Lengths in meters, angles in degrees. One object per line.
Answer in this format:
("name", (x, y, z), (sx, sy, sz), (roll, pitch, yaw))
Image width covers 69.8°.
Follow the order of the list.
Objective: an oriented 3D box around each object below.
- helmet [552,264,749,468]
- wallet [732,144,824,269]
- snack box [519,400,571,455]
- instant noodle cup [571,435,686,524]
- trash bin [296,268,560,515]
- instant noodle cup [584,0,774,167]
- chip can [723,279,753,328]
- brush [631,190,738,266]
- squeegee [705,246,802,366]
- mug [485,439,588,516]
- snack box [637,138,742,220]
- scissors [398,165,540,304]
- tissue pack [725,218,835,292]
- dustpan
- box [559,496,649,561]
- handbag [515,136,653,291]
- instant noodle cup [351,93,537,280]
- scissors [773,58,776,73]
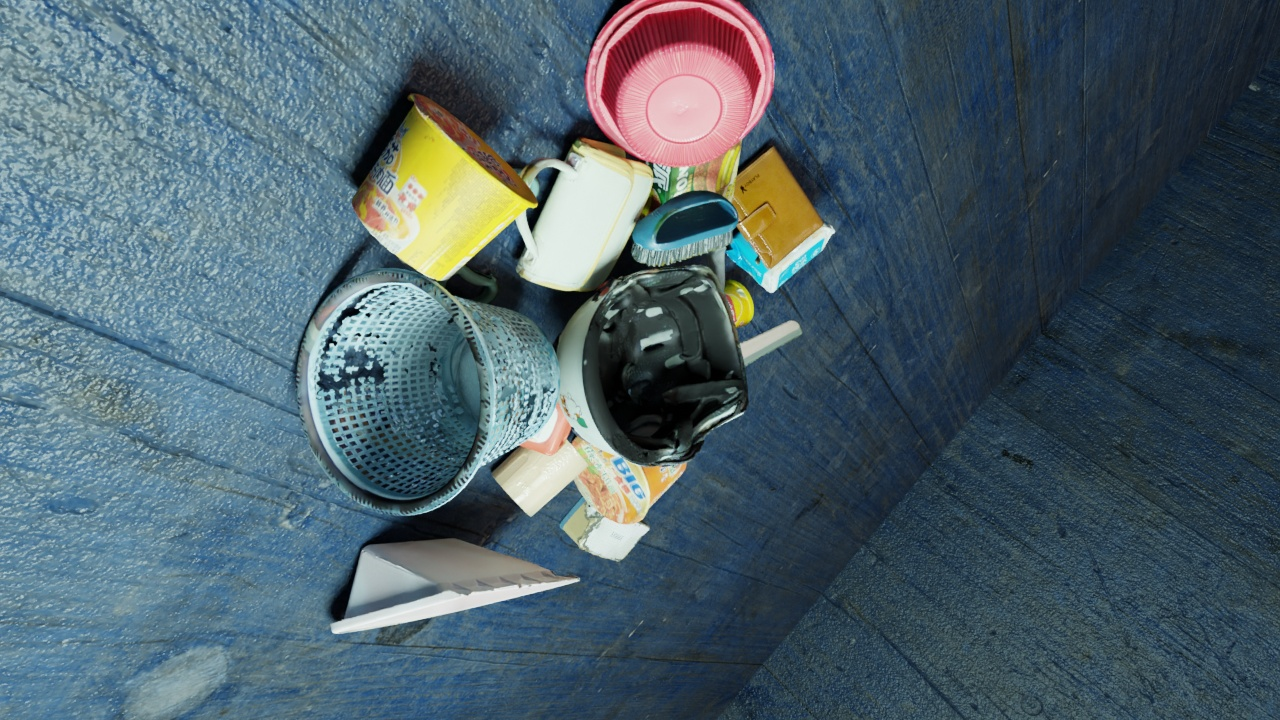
("helmet", (-0.006, 0.006, 1.089), (0.273, 0.157, 0.230), (-30, 107, -39))
("wallet", (0.167, -0.198, 1.218), (0.119, 0.035, 0.130), (-42, 109, -14))
("snack box", (-0.123, 0.067, 1.128), (0.082, 0.080, 0.091), (-41, 156, -77))
("instant noodle cup", (-0.013, 0.146, 1.330), (0.111, 0.151, 0.152), (-31, 146, -42))
("trash bin", (-0.190, 0.023, 0.918), (0.227, 0.226, 0.194), (-60, 161, 17))
("instant noodle cup", (0.041, -0.265, 0.912), (0.194, 0.065, 0.194), (-1, 133, -1))
("chip can", (0.060, -0.045, 1.275), (0.212, 0.072, 0.072), (-27, 143, -33))
("brush", (0.053, -0.155, 1.036), (0.143, 0.055, 0.074), (-21, 140, -31))
("squeegee", (0.105, -0.086, 1.209), (0.247, 0.040, 0.250), (-27, 133, -20))
("mug", (-0.144, 0.131, 1.211), (0.103, 0.084, 0.124), (-43, 125, -9))
("snack box", (0.060, -0.264, 1.040), (0.114, 0.063, 0.241), (-30, 144, -29))
("scissors", (-0.170, -0.117, 0.951), (0.169, 0.019, 0.180), (-34, 148, -26))
("tissue pack", (0.195, -0.168, 1.288), (0.140, 0.090, 0.063), (-40, 162, -14))
("dustpan", (-0.246, 0.311, 1.149), (0.222, 0.274, 0.139), (12, 89, -53))
("box", (-0.053, 0.271, 1.495), (0.090, 0.059, 0.184), (-48, 151, -2))
("handbag", (-0.074, -0.152, 0.977), (0.178, 0.063, 0.164), (-4, 126, -57))
("instant noodle cup", (-0.177, -0.146, 0.808), (0.110, 0.138, 0.138), (-45, 151, 11))
("scissors", (0.122, -0.298, 1.126), (0.156, 0.012, 0.165), (-44, 147, -12))
